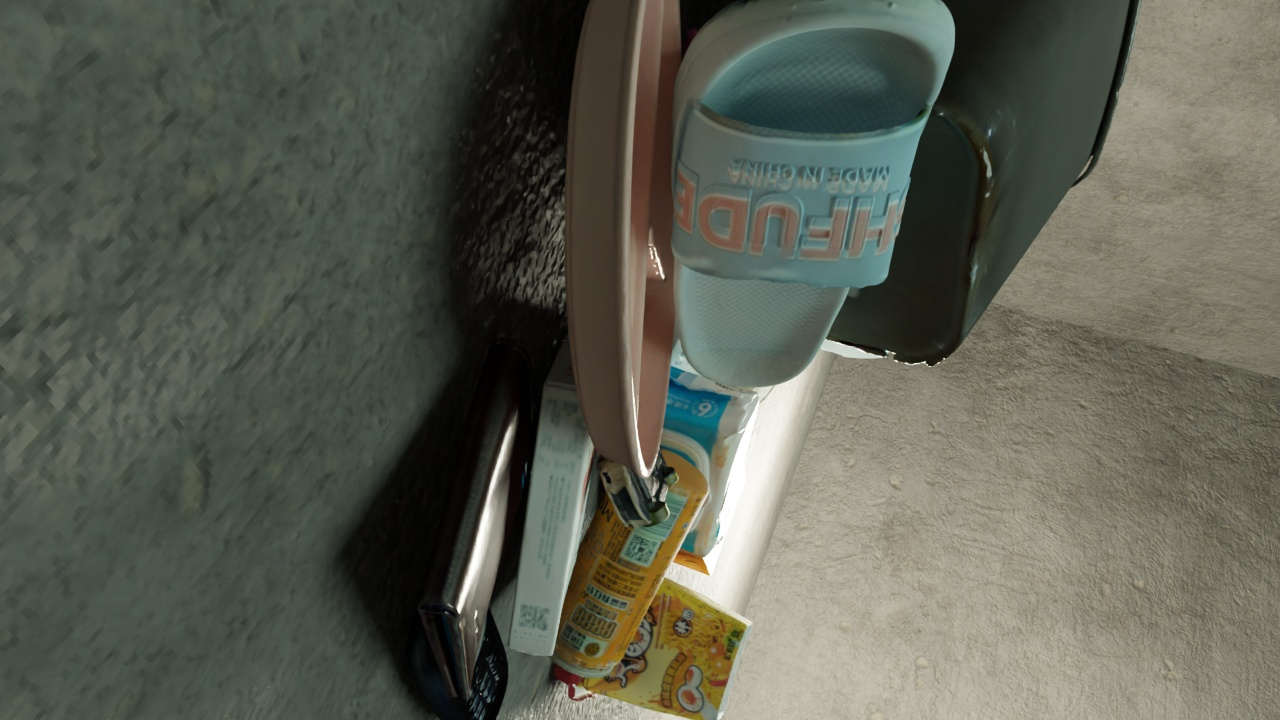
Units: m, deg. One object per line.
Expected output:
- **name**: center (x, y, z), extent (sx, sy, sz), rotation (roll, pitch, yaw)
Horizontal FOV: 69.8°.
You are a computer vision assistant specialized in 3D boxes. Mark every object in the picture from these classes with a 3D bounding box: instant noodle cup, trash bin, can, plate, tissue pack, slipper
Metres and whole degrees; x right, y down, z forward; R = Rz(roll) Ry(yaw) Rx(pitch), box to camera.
- **instant noodle cup**: center (0.015, 0.218, 0.706), extent (0.116, 0.124, 0.116), rotation (55, 54, -72)
- **trash bin**: center (0.148, -0.133, 0.524), extent (0.219, 0.199, 0.199), rotation (-52, 147, -34)
- **can**: center (-0.012, 0.127, 0.585), extent (0.146, 0.058, 0.058), rotation (-64, 168, 15)
- **plate**: center (-0.002, -0.064, 0.408), extent (0.229, 0.028, 0.229), rotation (5, 88, -84)
- **tissue pack**: center (0.024, 0.067, 0.636), extent (0.063, 0.090, 0.140), rotation (-53, 156, -54)
- **slipper**: center (0.060, -0.055, 0.410), extent (0.246, 0.104, 0.074), rotation (96, 0, -54)

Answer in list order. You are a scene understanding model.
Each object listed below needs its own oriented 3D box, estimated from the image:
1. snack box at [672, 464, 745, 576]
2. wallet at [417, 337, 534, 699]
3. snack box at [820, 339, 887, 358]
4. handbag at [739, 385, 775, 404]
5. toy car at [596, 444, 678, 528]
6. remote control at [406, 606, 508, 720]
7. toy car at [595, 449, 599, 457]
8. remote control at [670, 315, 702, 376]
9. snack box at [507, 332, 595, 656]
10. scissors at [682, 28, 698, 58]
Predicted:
- **snack box**: center (0.034, 0.114, 0.753), extent (0.094, 0.077, 0.092), rotation (69, 41, -66)
- **wallet**: center (-0.065, 0.066, 0.381), extent (0.096, 0.020, 0.122), rotation (92, 6, -51)
- **snack box**: center (0.176, -0.093, 0.737), extent (0.074, 0.052, 0.174), rotation (20, 79, -53)
- **handbag**: center (0.116, -0.017, 0.808), extent (0.164, 0.063, 0.178), rotation (-60, -179, 28)
- **toy car**: center (-0.004, 0.061, 0.496), extent (0.090, 0.035, 0.042), rotation (-67, 133, -77)
- **remote control**: center (-0.087, 0.138, 0.431), extent (0.137, 0.024, 0.053), rotation (85, 21, -48)
- **toy car**: center (-0.003, 0.003, 0.569), extent (0.056, 0.037, 0.122), rotation (76, 33, -66)
- **remote control**: center (0.052, -0.037, 0.641), extent (0.058, 0.021, 0.150), rotation (-7, 136, -40)
- **snack box**: center (-0.041, 0.066, 0.482), extent (0.084, 0.027, 0.157), rotation (-77, 179, -67)
- **scissors**: center (0.031, -0.124, 0.535), extent (0.105, 0.017, 0.136), rotation (-84, 174, -64)
